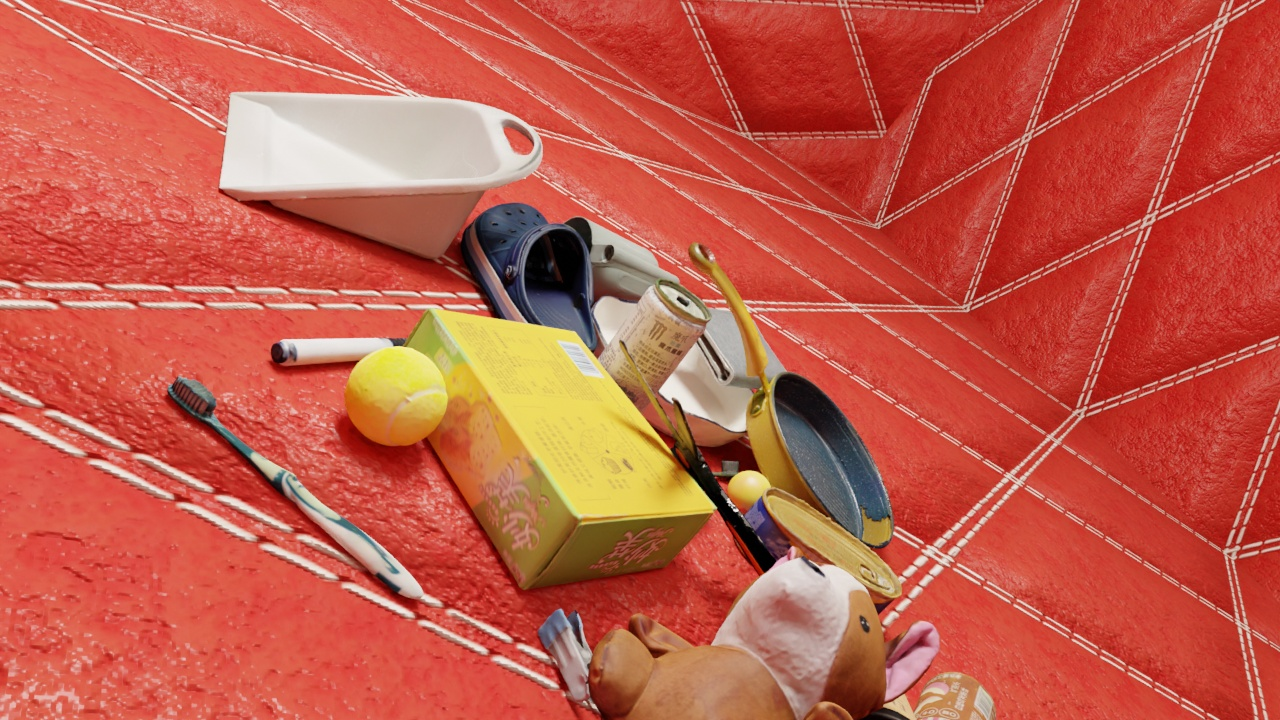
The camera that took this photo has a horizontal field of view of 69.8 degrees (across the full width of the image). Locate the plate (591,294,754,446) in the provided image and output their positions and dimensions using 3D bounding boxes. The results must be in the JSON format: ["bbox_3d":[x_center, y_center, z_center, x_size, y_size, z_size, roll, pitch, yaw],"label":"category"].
[{"bbox_3d":[0.029,0.014,0.940,0.205,0.046,0.204,31,21,-14],"label":"plate"}]

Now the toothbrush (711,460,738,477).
[{"bbox_3d":[0.031,0.094,0.817,0.012,0.017,0.185,1,-7,43],"label":"toothbrush"}]

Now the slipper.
[{"bbox_3d":[-0.101,-0.090,0.895,0.105,0.095,0.252,23,29,-37],"label":"slipper"}]

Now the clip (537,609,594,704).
[{"bbox_3d":[-0.038,0.174,0.537,0.036,0.026,0.058,24,24,-47],"label":"clip"}]

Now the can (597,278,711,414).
[{"bbox_3d":[-0.005,0.004,0.766,0.058,0.147,0.058,31,22,-14],"label":"can"}]

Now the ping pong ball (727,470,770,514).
[{"bbox_3d":[0.099,0.120,0.832,0.040,0.040,0.040,31,22,-14],"label":"ping pong ball"}]

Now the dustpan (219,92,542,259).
[{"bbox_3d":[-0.236,-0.211,0.872,0.257,0.143,0.222,23,25,-34],"label":"dustpan"}]

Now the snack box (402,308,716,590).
[{"bbox_3d":[-0.065,0.059,0.669,0.157,0.070,0.210,8,35,-51],"label":"snack box"}]

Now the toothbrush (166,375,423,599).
[{"bbox_3d":[-0.195,0.071,0.519,0.191,0.018,0.016,38,21,5],"label":"toothbrush"}]

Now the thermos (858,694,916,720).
[{"bbox_3d":[0.142,0.240,0.596,0.093,0.093,0.143,37,15,1],"label":"thermos"}]

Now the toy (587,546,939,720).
[{"bbox_3d":[0.067,0.168,0.510,0.199,0.131,0.140,-15,37,-37],"label":"toy"}]

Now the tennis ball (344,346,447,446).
[{"bbox_3d":[-0.160,0.024,0.603,0.065,0.066,0.065,31,22,-14],"label":"tennis ball"}]

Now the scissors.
[{"bbox_3d":[0.049,0.084,0.701,0.232,0.021,0.221,55,-9,8],"label":"scissors"}]

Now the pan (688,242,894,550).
[{"bbox_3d":[0.140,0.038,0.890,0.357,0.078,0.197,47,27,-14],"label":"pan"}]

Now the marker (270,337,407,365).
[{"bbox_3d":[-0.207,-0.006,0.660,0.022,0.018,0.130,54,25,16],"label":"marker"}]

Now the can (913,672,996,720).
[{"bbox_3d":[0.220,0.281,0.663,0.058,0.058,0.147,43,22,16],"label":"can"}]

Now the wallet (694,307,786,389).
[{"bbox_3d":[0.100,-0.011,0.991,0.129,0.037,0.106,7,46,-53],"label":"wallet"}]

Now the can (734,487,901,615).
[{"bbox_3d":[0.153,0.172,0.795,0.148,0.049,0.074,34,22,-6],"label":"can"}]

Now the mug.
[{"bbox_3d":[-0.030,-0.100,1.005,0.103,0.083,0.124,20,-6,-41],"label":"mug"}]
